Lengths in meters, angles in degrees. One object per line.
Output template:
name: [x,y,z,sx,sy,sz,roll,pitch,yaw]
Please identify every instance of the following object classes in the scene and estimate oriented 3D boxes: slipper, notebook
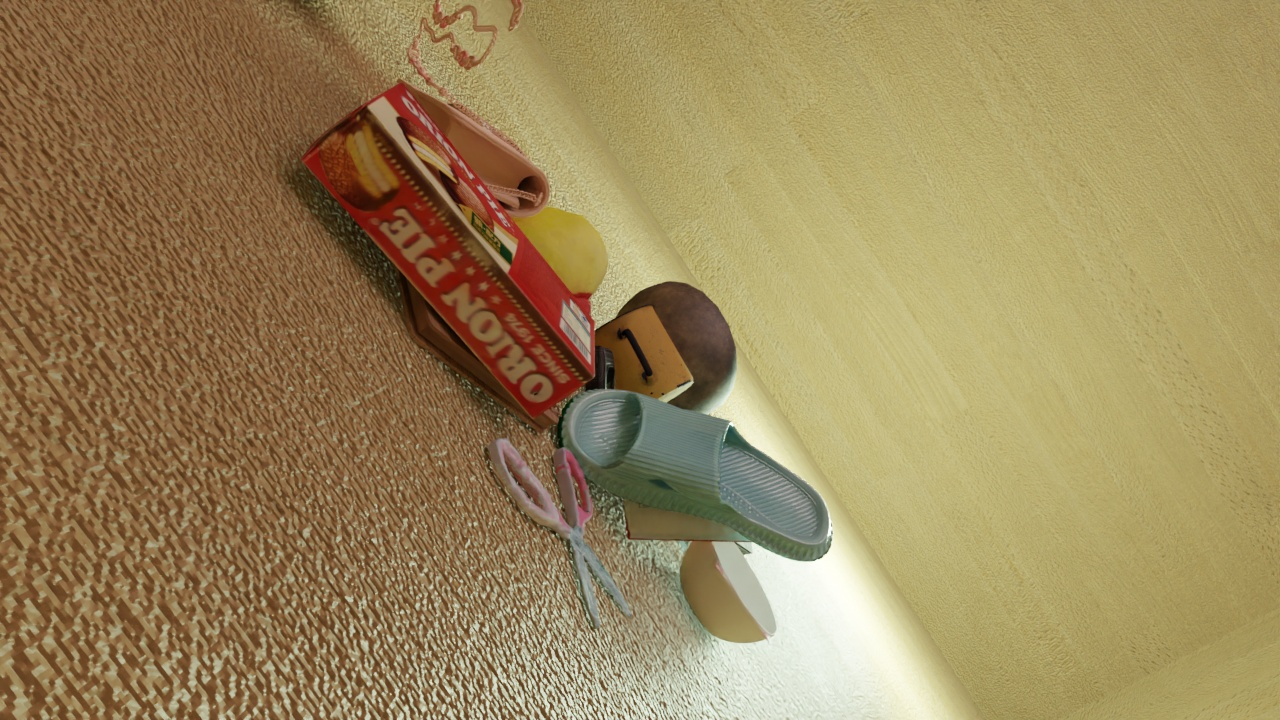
slipper: [0.061,0.090,0.791,0.276,0.070,0.115,26,39,-14]
notebook: [-0.137,-0.052,0.738,0.169,0.022,0.210,45,16,-47]

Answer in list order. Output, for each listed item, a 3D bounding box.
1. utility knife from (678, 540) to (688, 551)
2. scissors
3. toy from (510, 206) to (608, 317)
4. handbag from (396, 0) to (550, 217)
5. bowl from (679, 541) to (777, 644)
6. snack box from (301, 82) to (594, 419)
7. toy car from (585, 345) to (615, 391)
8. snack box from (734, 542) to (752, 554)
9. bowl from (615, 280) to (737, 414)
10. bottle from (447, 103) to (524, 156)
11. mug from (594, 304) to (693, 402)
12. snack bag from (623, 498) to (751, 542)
utility knife: [0.067,0.209,0.918,0.149,0.015,0.022,54,33,-11]
scissors: [-0.057,0.111,0.651,0.175,0.013,0.170,51,15,-40]
toy: [-0.110,-0.126,0.918,0.207,0.092,0.133,38,11,5]
handbag: [-0.118,-0.221,0.768,0.116,0.187,0.199,22,12,-37]
bowl: [0.073,0.212,0.842,0.115,0.051,0.114,54,10,-15]
snack box: [-0.124,-0.079,0.655,0.236,0.060,0.113,52,13,-21]
toy car: [-0.036,0.033,0.838,0.040,0.037,0.092,18,73,-76]
snack box: [0.080,0.148,0.993,0.186,0.032,0.101,46,36,-63]
bowl: [0.026,-0.005,1.042,0.070,0.163,0.162,-22,76,-41]
bottle: [-0.174,-0.225,0.976,0.056,0.056,0.105,62,16,24]
mug: [-0.006,0.005,0.940,0.094,0.100,0.124,60,-10,7]
snack bag: [0.036,0.111,0.848,0.130,0.039,0.144,5,35,-18]
